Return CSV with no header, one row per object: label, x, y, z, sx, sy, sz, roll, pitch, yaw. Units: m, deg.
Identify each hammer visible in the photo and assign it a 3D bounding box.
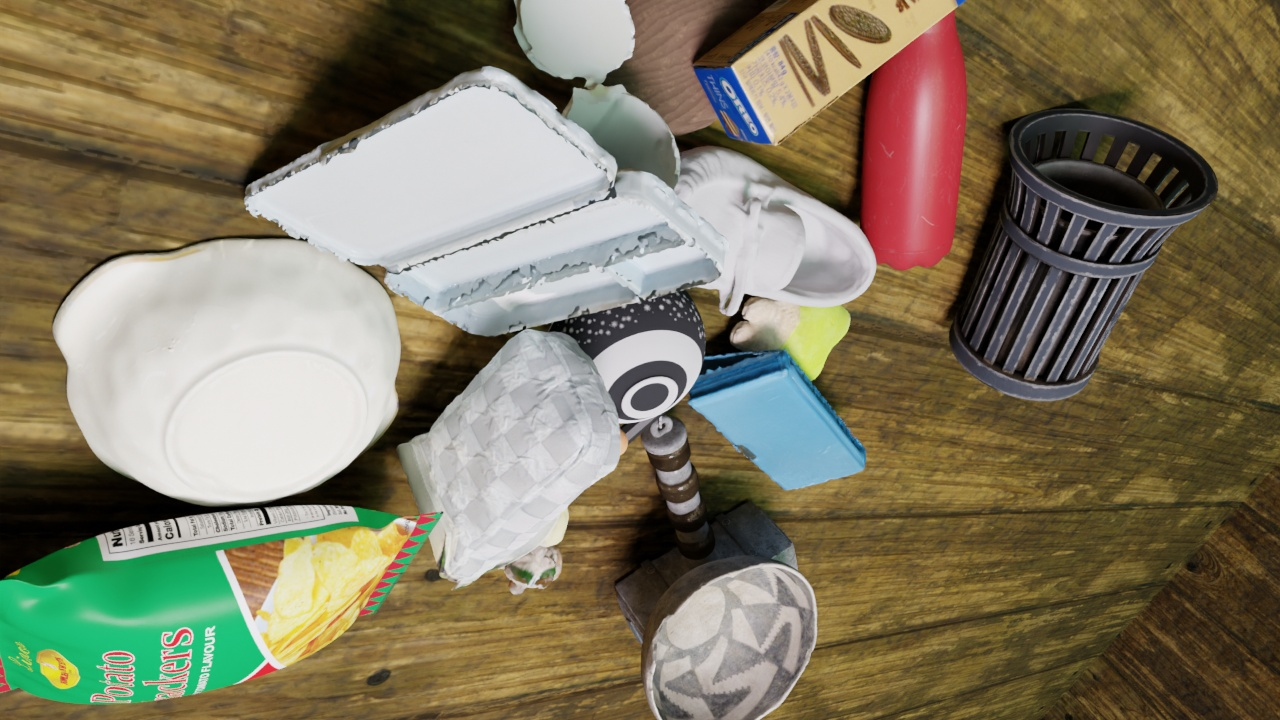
hammer,0.044,0.146,0.854,0.176,0.079,0.327,-29,133,-14

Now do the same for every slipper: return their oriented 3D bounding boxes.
slipper,0.088,-0.084,0.658,0.246,0.075,0.112,9,93,-47

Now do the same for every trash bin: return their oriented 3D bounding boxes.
trash bin,0.385,-0.086,0.842,0.164,0.164,0.228,-20,139,-23

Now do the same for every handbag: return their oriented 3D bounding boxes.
handbag,-0.075,0.062,0.616,0.123,0.112,0.172,6,140,-48

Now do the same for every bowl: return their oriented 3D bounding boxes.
bowl,0.068,0.245,0.828,0.178,0.081,0.179,-10,113,-25
bowl,0.034,-0.189,0.570,0.117,0.030,0.118,-21,136,-22
bowl,-0.224,0.024,0.540,0.188,0.060,0.219,-45,140,5
bowl,-0.004,0.004,0.669,0.120,0.066,0.120,-14,139,-13

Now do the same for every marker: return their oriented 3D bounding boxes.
marker,-0.021,0.066,0.748,0.021,0.017,0.124,42,112,-16

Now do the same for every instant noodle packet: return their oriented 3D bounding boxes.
instant noodle packet,-0.271,0.154,0.577,0.252,0.090,0.196,-4,151,-32

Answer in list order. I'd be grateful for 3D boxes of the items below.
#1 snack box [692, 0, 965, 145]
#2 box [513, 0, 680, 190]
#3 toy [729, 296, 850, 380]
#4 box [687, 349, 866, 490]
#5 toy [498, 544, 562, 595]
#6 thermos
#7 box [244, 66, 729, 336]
snack box,0.133,-0.211,0.549,0.206,0.057,0.056,-38,116,-6
box,-0.041,-0.138,0.543,0.080,0.150,0.106,-12,174,-26
toy,0.125,-0.023,0.781,0.115,0.046,0.092,14,115,-37
box,0.127,0.051,0.823,0.093,0.052,0.231,-21,146,21
toy,-0.088,0.138,0.719,0.074,0.106,0.085,13,110,-21
thermos,0.202,-0.183,0.674,0.073,0.073,0.240,-23,129,-20
box,-0.082,-0.071,0.491,0.209,0.037,0.188,-13,147,39
